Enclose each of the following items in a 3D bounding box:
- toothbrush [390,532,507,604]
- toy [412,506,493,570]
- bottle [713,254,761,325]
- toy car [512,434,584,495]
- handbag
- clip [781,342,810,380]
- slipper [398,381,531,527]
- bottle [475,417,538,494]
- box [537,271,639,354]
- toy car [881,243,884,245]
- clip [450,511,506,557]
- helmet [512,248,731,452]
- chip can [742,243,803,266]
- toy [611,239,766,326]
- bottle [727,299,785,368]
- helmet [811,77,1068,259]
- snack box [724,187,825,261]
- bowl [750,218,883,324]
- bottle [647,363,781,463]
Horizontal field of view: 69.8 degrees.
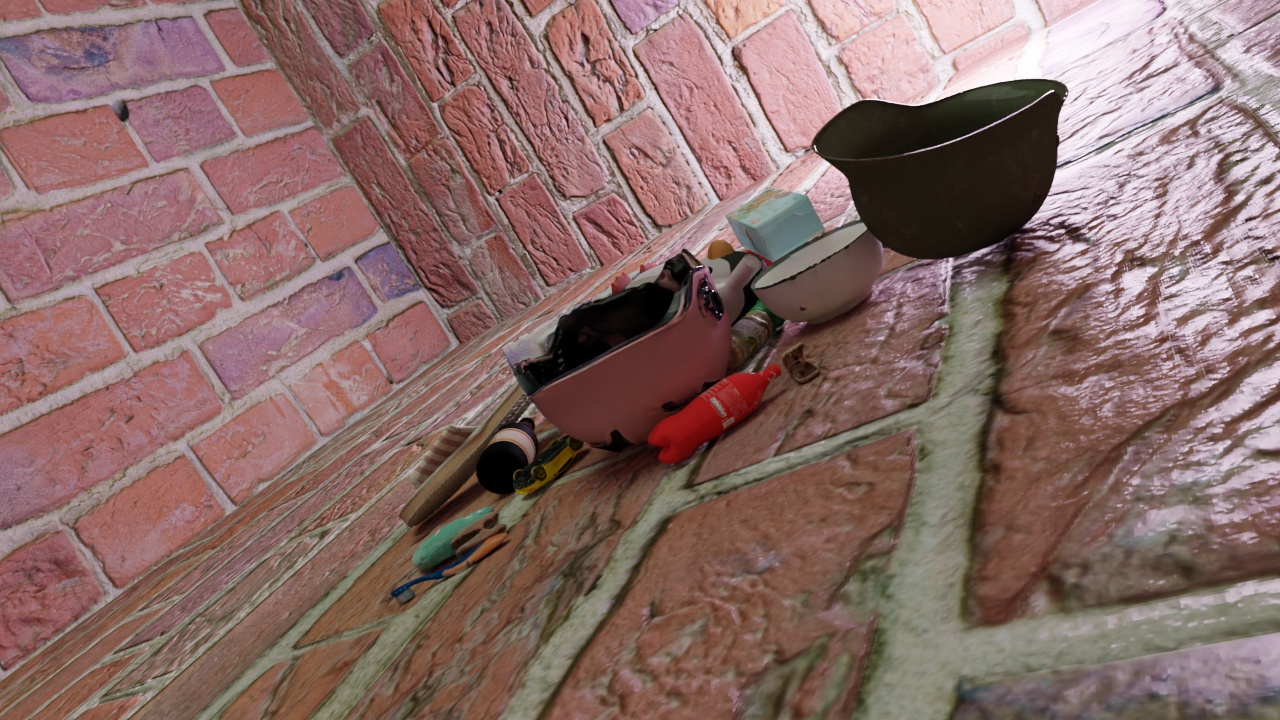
[{"bbox_3d":[-0.192,0.210,0.929,0.135,0.017,0.021,-28,14,3],"label":"toothbrush"},{"bbox_3d":[-0.207,0.194,0.999,0.105,0.033,0.085,-33,0,-1],"label":"toy"},{"bbox_3d":[0.081,-0.053,1.066,0.052,0.052,0.196,-42,-8,-43],"label":"bottle"},{"bbox_3d":[-0.103,0.117,1.057,0.106,0.030,0.049,-42,13,-35],"label":"toy car"},{"bbox_3d":[-0.108,-0.003,1.362,0.158,0.126,0.069,-31,13,-6],"label":"handbag"},{"bbox_3d":[0.148,-0.002,0.882,0.026,0.061,0.049,-31,38,2],"label":"clip"},{"bbox_3d":[-0.227,0.106,1.209,0.262,0.052,0.115,-48,-9,-15],"label":"slipper"},{"bbox_3d":[-0.161,0.111,1.173,0.059,0.059,0.181,-30,11,10],"label":"bottle"},{"bbox_3d":[-0.035,-0.021,1.212,0.196,0.136,0.044,-39,11,-35],"label":"box"},{"bbox_3d":[0.321,-0.174,1.165,0.120,0.043,0.056,-29,11,14],"label":"toy car"},{"bbox_3d":[-0.169,0.178,0.952,0.061,0.049,0.026,-3,-27,1],"label":"clip"},{"bbox_3d":[-0.006,0.006,0.962,0.230,0.152,0.255,-26,13,12],"label":"helmet"},{"bbox_3d":[0.130,-0.104,1.271,0.214,0.087,0.086,-22,14,38],"label":"chip can"},{"bbox_3d":[0.082,-0.074,1.165,0.184,0.140,0.158,-15,10,36],"label":"toy"},{"bbox_3d":[0.128,-0.033,1.066,0.043,0.043,0.110,-20,16,47],"label":"bottle"},{"bbox_3d":[0.320,-0.192,0.931,0.267,0.154,0.227,-35,29,-23],"label":"helmet"},{"bbox_3d":[0.165,-0.173,1.150,0.075,0.053,0.174,-32,14,2],"label":"snack box"},{"bbox_3d":[0.207,-0.092,1.031,0.153,0.073,0.153,-31,11,6],"label":"bowl"},{"bbox_3d":[0.072,0.046,0.857,0.141,0.042,0.042,-33,11,-11],"label":"bottle"}]
